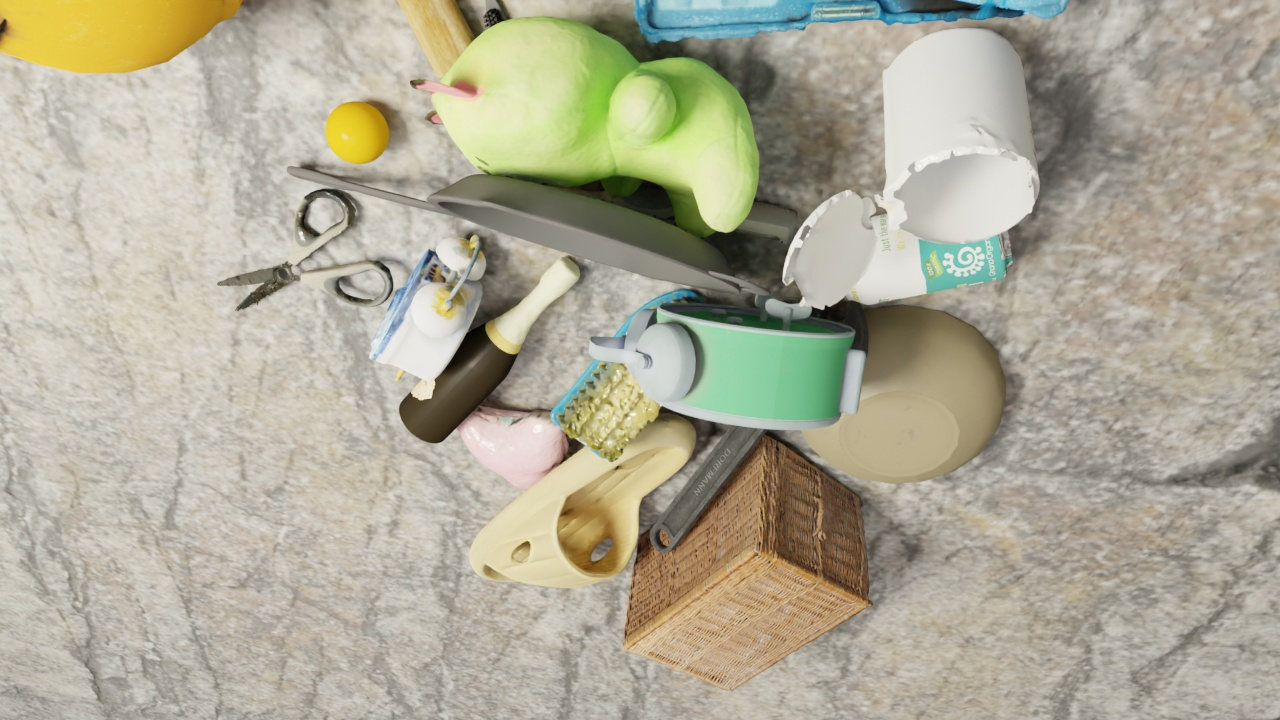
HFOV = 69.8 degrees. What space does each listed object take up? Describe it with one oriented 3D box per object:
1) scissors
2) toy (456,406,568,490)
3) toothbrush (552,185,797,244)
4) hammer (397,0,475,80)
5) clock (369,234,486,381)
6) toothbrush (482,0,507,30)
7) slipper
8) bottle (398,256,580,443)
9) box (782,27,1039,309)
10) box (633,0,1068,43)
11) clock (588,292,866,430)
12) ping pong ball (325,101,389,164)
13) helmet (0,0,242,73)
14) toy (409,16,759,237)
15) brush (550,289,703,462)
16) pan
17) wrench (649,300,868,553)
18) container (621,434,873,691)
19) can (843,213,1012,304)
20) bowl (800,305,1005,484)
[{"bbox_3d":[-0.260,-0.077,0.692,0.165,0.012,0.150,19,124,12],"label":"scissors"},{"bbox_3d":[-0.096,0.074,0.751,0.099,0.052,0.096,1,134,23],"label":"toy"},{"bbox_3d":[0.011,-0.103,0.606,0.185,0.022,0.024,10,111,3],"label":"toothbrush"},{"bbox_3d":[-0.172,-0.305,0.482,0.132,0.033,0.331,-14,125,21],"label":"hammer"},{"bbox_3d":[-0.146,-0.038,0.648,0.052,0.088,0.126,29,136,-18],"label":"clock"},{"bbox_3d":[-0.101,-0.253,0.519,0.013,0.013,0.167,-4,124,16],"label":"toothbrush"},{"bbox_3d":[-0.047,0.137,0.752,0.111,0.079,0.262,13,135,-41],"label":"slipper"},{"bbox_3d":[-0.110,-0.010,0.686,0.045,0.045,0.185,39,115,-18],"label":"bottle"},{"bbox_3d":[0.142,-0.100,0.497,0.136,0.146,0.084,-6,145,17],"label":"box"},{"bbox_3d":[0.101,-0.199,0.451,0.232,0.112,0.094,2,127,11],"label":"box"},{"bbox_3d":[0.049,-0.005,0.568,0.161,0.122,0.075,5,99,-9],"label":"clock"},{"bbox_3d":[-0.185,-0.149,0.601,0.040,0.040,0.040,6,129,8],"label":"ping pong ball"},{"bbox_3d":[-0.273,-0.231,0.481,0.256,0.205,0.131,-4,162,45],"label":"helmet"},{"bbox_3d":[-0.027,-0.139,0.528,0.197,0.150,0.107,25,92,-6],"label":"toy"},{"bbox_3d":[-0.004,0.004,0.664,0.055,0.075,0.136,38,94,-19],"label":"brush"},{"bbox_3d":[-0.085,-0.094,0.577,0.355,0.216,0.024,16,92,23],"label":"pan"},{"bbox_3d":[0.077,0.055,0.680,0.073,0.018,0.274,50,125,25],"label":"wrench"},{"bbox_3d":[0.084,0.172,0.749,0.112,0.113,0.199,30,130,-17],"label":"container"},{"bbox_3d":[0.175,-0.069,0.574,0.102,0.054,0.055,-11,125,20],"label":"can"},{"bbox_3d":[0.184,0.037,0.659,0.152,0.050,0.153,6,129,8],"label":"bowl"}]
